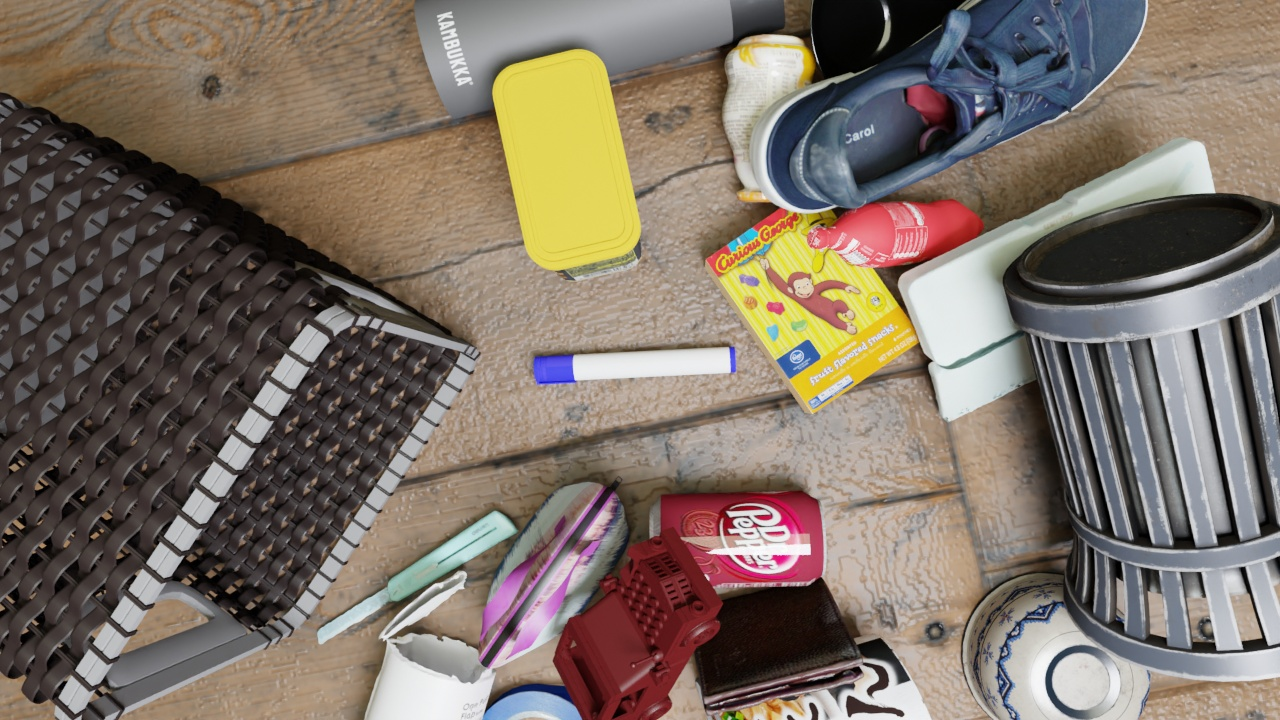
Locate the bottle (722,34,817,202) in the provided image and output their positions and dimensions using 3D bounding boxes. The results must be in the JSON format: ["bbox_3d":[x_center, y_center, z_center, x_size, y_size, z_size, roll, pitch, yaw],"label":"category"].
[{"bbox_3d":[0.087,-0.163,0.629,0.063,0.063,0.109,2,100,3],"label":"bottle"}]

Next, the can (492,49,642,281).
[{"bbox_3d":[-0.043,-0.123,0.615,0.072,0.101,0.130,-13,87,3],"label":"can"}]

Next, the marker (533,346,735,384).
[{"bbox_3d":[-0.004,0.004,0.650,0.141,0.020,0.020,-3,88,3],"label":"marker"}]

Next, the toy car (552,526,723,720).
[{"bbox_3d":[-0.009,0.180,0.570,0.061,0.170,0.070,-13,51,-31],"label":"toy car"}]

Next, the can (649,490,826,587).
[{"bbox_3d":[0.064,0.121,0.620,0.114,0.063,0.063,-2,88,3],"label":"can"}]

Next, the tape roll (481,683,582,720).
[{"bbox_3d":[-0.072,0.277,0.647,0.091,0.016,0.093,-10,88,3],"label":"tape roll"}]

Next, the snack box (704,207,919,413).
[{"bbox_3d":[0.117,-0.040,0.633,0.088,0.040,0.126,-34,87,2],"label":"snack box"}]

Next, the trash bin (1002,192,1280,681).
[{"bbox_3d":[0.304,0.035,0.522,0.164,0.164,0.227,-22,108,2],"label":"trash bin"}]

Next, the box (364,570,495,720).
[{"bbox_3d":[-0.145,0.218,0.623,0.092,0.081,0.161,19,90,24],"label":"box"}]

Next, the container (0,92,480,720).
[{"bbox_3d":[-0.292,0.020,0.558,0.243,0.247,0.245,34,90,7],"label":"container"}]

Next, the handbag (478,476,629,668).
[{"bbox_3d":[-0.060,0.138,0.573,0.068,0.170,0.144,36,90,4],"label":"handbag"}]

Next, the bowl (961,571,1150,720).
[{"bbox_3d":[0.279,0.203,0.606,0.115,0.059,0.115,0,88,3],"label":"bowl"}]

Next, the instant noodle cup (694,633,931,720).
[{"bbox_3d":[0.116,0.241,0.593,0.121,0.124,0.123,-22,87,-7],"label":"instant noodle cup"}]

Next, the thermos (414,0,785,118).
[{"bbox_3d":[-0.025,-0.238,0.627,0.240,0.082,0.082,-14,87,3],"label":"thermos"}]

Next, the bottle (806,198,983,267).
[{"bbox_3d":[0.165,-0.083,0.599,0.141,0.042,0.042,-8,87,-31],"label":"bottle"}]

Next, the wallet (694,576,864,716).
[{"bbox_3d":[0.082,0.179,0.590,0.099,0.120,0.031,-15,101,3],"label":"wallet"}]

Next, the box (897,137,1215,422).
[{"bbox_3d":[0.274,-0.044,0.591,0.197,0.043,0.136,-26,124,5],"label":"box"}]

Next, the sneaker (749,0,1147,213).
[{"bbox_3d":[0.217,-0.174,0.562,0.294,0.127,0.121,-28,114,-12],"label":"sneaker"}]

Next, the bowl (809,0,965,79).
[{"bbox_3d":[0.157,-0.230,0.622,0.124,0.052,0.124,-5,107,-18],"label":"bowl"}]

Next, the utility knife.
[{"bbox_3d":[-0.163,0.157,0.660,0.168,0.015,0.022,-32,88,5],"label":"utility knife"}]
